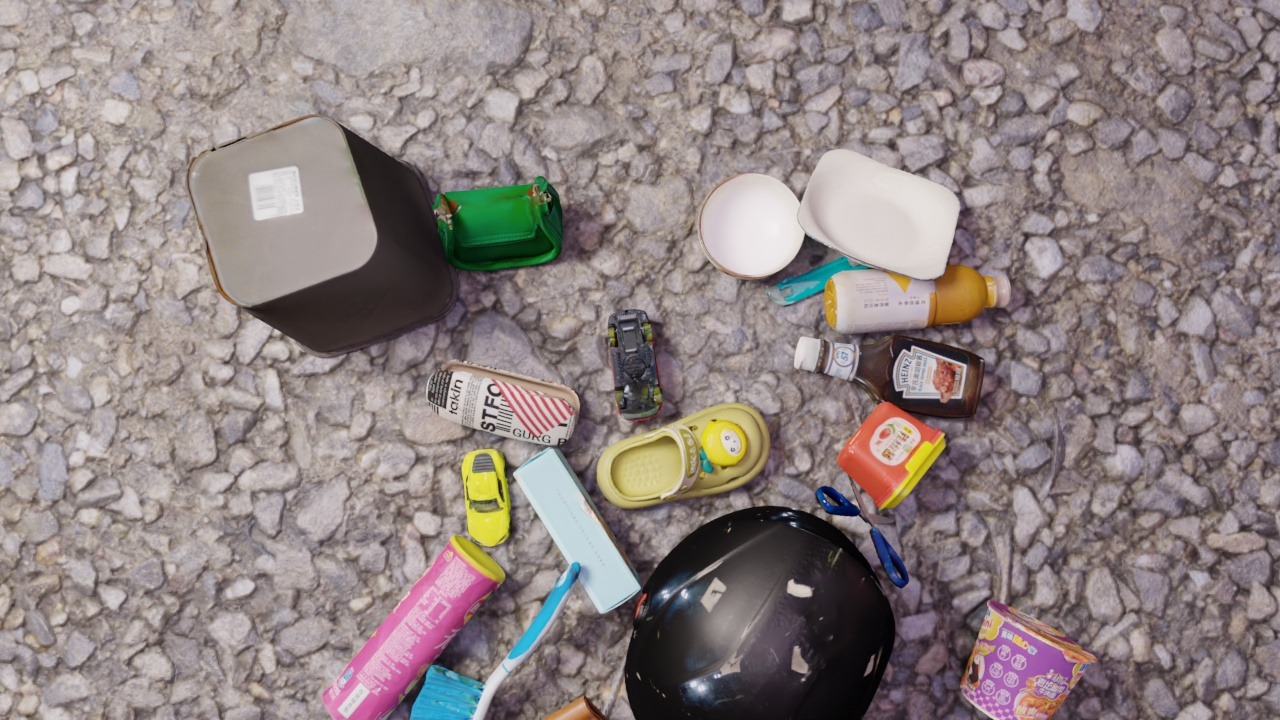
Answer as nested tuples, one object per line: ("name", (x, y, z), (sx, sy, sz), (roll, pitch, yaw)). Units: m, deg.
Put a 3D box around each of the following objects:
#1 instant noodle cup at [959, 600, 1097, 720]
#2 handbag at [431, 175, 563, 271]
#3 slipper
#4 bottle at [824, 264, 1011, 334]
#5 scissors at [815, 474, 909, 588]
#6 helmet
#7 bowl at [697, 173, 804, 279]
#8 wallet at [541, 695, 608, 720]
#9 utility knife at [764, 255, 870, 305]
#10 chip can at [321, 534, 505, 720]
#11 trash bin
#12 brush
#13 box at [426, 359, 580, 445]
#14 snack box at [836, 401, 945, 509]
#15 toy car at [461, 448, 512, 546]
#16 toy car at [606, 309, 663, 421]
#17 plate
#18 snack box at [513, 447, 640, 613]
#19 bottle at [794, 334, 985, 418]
("instant noodle cup", (0.383, 0.313, 0.928), (0.111, 0.111, 0.099), (27, 94, 3))
("handbag", (-0.149, -0.145, 0.969), (0.131, 0.120, 0.068), (-7, 78, 2))
("slipper", (0.046, 0.105, 0.963), (0.190, 0.081, 0.091), (-17, 87, 1))
("bottle", (0.296, -0.067, 0.981), (0.189, 0.068, 0.068), (-4, 84, 0))
("scissors", (0.225, 0.161, 0.916), (0.012, 0.175, 0.162), (-45, 43, 18))
("helmet", (0.111, 0.266, 0.868), (0.233, 0.231, 0.274), (33, 70, 5))
("bowl", (0.117, -0.140, 0.994), (0.113, 0.062, 0.113), (0, 85, 0))
("wallet", (-0.083, 0.411, 0.940), (0.131, 0.035, 0.119), (-32, 116, 2))
("utility knife", (0.242, -0.112, 1.014), (0.221, 0.013, 0.029), (-24, 85, -2))
("chip can", (-0.235, 0.284, 0.952), (0.071, 0.071, 0.210), (40, 87, 4))
("trash bin", (-0.317, -0.126, 0.920), (0.199, 0.220, 0.198), (-20, 84, 0))
("brush", (-0.164, 0.326, 0.928), (0.109, 0.060, 0.315), (20, 100, -5))
("box", (-0.146, 0.044, 0.992), (0.163, 0.081, 0.075), (12, 116, 1))
("snack box", (0.259, 0.098, 0.961), (0.080, 0.082, 0.091), (39, 70, 15))
("toy car", (-0.165, 0.147, 0.984), (0.048, 0.032, 0.105), (-7, 86, -1))
("toy car", (-0.006, 0.006, 0.989), (0.053, 0.045, 0.120), (-7, 79, 2))
("plate", (0.252, -0.150, 0.981), (0.163, 0.034, 0.163), (23, 53, 7))
("snack box", (-0.064, 0.175, 0.958), (0.051, 0.074, 0.175), (-32, 85, -2))
("bottle", (0.265, 0.010, 0.987), (0.195, 0.044, 0.080), (12, 87, 3))
